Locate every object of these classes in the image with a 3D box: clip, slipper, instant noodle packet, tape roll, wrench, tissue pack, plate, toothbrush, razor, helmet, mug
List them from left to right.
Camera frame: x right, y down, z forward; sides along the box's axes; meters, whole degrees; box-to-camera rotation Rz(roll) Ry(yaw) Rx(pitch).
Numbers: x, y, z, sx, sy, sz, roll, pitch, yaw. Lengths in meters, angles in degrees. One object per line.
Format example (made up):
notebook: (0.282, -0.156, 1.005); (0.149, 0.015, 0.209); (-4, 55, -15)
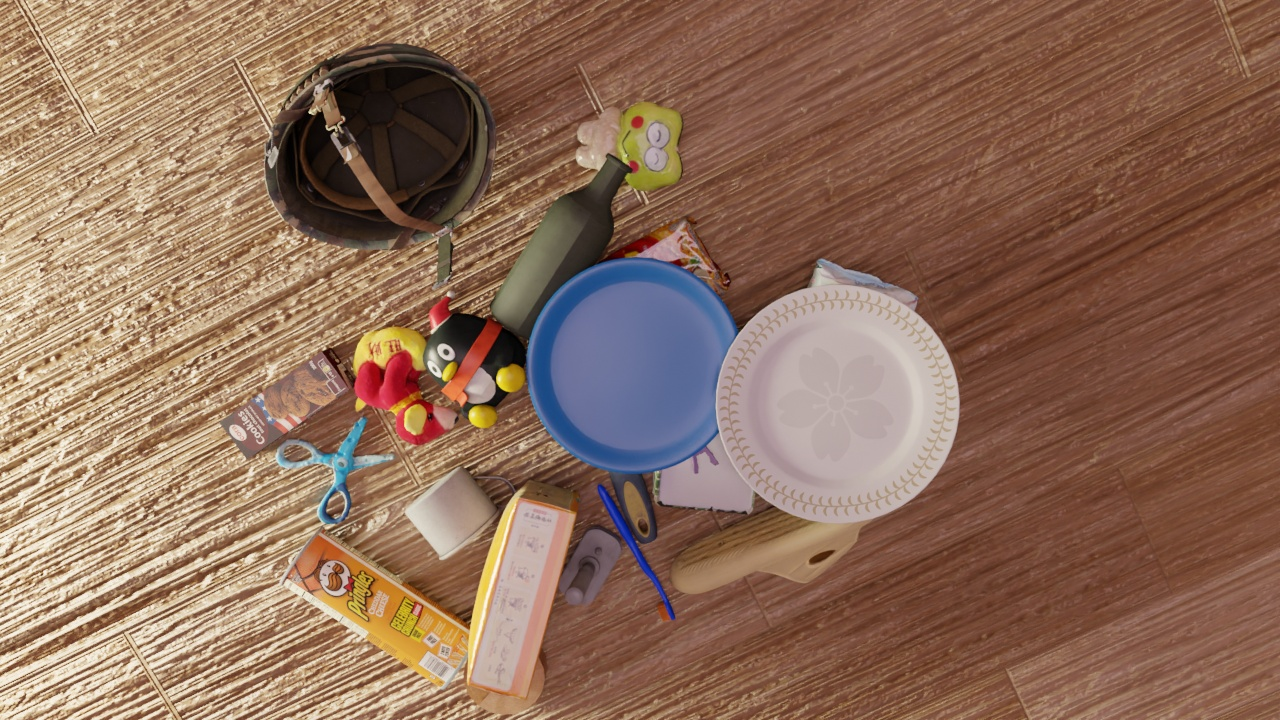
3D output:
helmet: (-0.247, -0.195, 0.877); (0.224, 0.236, 0.193); (-39, 130, -4)
mug: (-0.196, 0.159, 1.014); (0.113, 0.084, 0.070); (-41, 95, -28)
tape roll: (-0.156, 0.361, 1.065); (0.094, 0.027, 0.094); (0, 99, 0)
razor: (-0.062, 0.238, 1.001); (0.047, 0.116, 0.088); (30, 98, 3)
wrench: (-0.035, 0.079, 1.023); (0.073, 0.022, 0.273); (-18, 98, 4)
toothbrush: (-0.007, 0.221, 1.048); (0.018, 0.016, 0.182); (-27, 98, 9)
plate: (-0.006, 0.006, 0.955); (0.224, 0.024, 0.224); (-1, 97, -6)
instant noodle packet: (0.020, -0.087, 0.989); (0.135, 0.039, 0.098); (-28, 102, 6)
clip: (0.061, 0.100, 0.982); (0.050, 0.014, 0.046); (39, 98, -10)
slipper: (0.159, 0.208, 0.999); (0.262, 0.111, 0.079); (-24, 95, 8)
plate: (0.199, 0.044, 0.937); (0.242, 0.016, 0.242); (0, 90, 6)
tissue pack: (0.214, -0.007, 0.984); (0.112, 0.070, 0.182); (17, 99, 0)

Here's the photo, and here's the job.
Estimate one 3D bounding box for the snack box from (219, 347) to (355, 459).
snack box: (-0.389, 0.047, 1.015); (0.141, 0.031, 0.051); (-34, 97, 5)

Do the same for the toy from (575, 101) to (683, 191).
toy: (-0.012, -0.225, 0.965); (0.115, 0.046, 0.092); (3, 104, 8)

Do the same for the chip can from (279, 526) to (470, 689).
chip can: (-0.290, 0.277, 1.029); (0.215, 0.075, 0.075); (35, 97, -5)

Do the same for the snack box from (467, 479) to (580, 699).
snack box: (-0.127, 0.233, 0.974); (0.080, 0.145, 0.195); (15, 89, -2)

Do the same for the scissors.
scissors: (-0.342, 0.128, 1.039); (0.134, 0.012, 0.134); (-7, 98, 0)

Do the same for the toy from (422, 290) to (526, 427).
toy: (-0.182, -0.004, 0.972); (0.119, 0.099, 0.098); (33, 119, -12)

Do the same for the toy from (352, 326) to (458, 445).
toy: (-0.265, 0.030, 1.000); (0.106, 0.067, 0.137); (-27, 90, 11)

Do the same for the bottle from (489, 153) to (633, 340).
bottle: (-0.077, -0.120, 0.957); (0.071, 0.071, 0.207); (33, 104, -5)

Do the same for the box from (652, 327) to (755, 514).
box: (0.079, 0.064, 1.008); (0.117, 0.050, 0.205); (4, 99, -3)
